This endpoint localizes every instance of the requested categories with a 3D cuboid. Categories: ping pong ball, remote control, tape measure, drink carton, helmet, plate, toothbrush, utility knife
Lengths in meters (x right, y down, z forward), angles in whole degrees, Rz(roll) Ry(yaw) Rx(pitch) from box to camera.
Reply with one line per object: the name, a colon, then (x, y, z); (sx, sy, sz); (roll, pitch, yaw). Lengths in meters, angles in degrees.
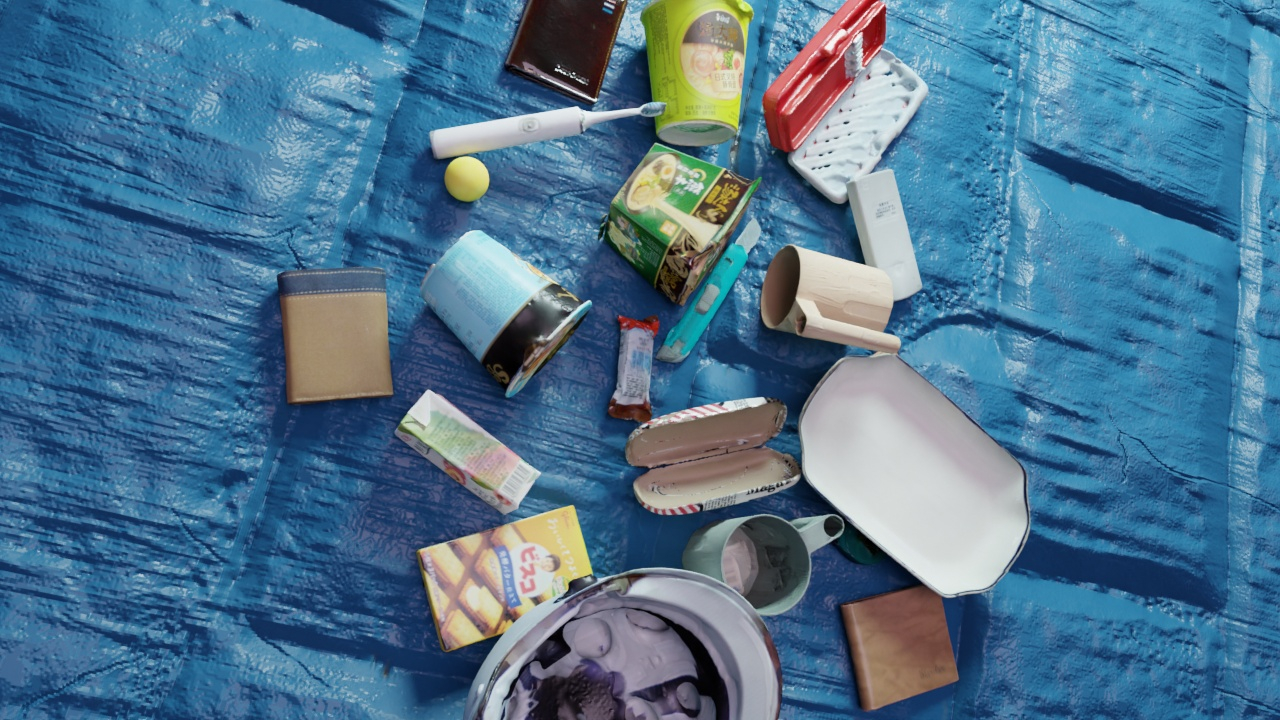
ping pong ball: (-0.159, -0.166, 0.841); (0.040, 0.040, 0.040); (3, 78, -17)
remote control: (0.254, -0.128, 0.958); (0.056, 0.019, 0.135); (-21, 98, -26)
tape measure: (0.221, 0.172, 0.898); (0.054, 0.025, 0.058); (43, 71, -4)
drink carton: (-0.148, 0.078, 0.788); (0.122, 0.054, 0.045); (38, 67, -7)
helmet: (-0.026, 0.283, 0.736); (0.258, 0.146, 0.229); (-36, 96, -26)
plate: (0.261, 0.110, 0.888); (0.265, 0.034, 0.161); (39, 75, -8)
toothbrush: (-0.084, -0.219, 0.855); (0.221, 0.026, 0.027); (-11, 94, -5)
utility knife: (0.072, -0.070, 0.907); (0.029, 0.013, 0.184); (36, 71, -8)

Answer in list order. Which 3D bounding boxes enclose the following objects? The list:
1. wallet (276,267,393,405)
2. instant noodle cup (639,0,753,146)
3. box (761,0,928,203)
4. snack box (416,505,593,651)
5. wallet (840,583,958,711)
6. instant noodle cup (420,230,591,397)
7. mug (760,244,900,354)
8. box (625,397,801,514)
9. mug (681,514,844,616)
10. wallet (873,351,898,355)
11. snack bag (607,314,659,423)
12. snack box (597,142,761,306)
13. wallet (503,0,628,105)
wallet: (-0.260, -0.022, 0.786); (0.090, 0.033, 0.115); (-5, 82, -15)
instant noodle cup: (0.056, -0.280, 0.901); (0.111, 0.112, 0.123); (0, 87, -17)
box: (0.216, -0.280, 0.972); (0.200, 0.069, 0.158); (-50, 119, -21)
snack box: (-0.113, 0.185, 0.789); (0.140, 0.034, 0.087); (-13, 84, -21)
wallet: (0.253, 0.275, 0.892); (0.115, 0.020, 0.101); (-9, 83, -21)
instant noodle cup: (-0.123, -0.048, 0.800); (0.120, 0.111, 0.111); (42, 70, 1)
mug: (0.186, -0.052, 0.887); (0.103, 0.124, 0.084); (11, 119, -17)
box: (0.071, 0.091, 0.841); (0.162, 0.076, 0.086); (-10, 51, -22)
mug: (0.108, 0.174, 0.821); (0.123, 0.104, 0.083); (-23, 86, -21)
wallet: (0.254, 0.060, 0.925); (0.118, 0.035, 0.130); (-31, 93, -22)
snack bag: (-0.005, 0.005, 0.861); (0.045, 0.026, 0.105); (10, 77, -24)
snack box: (0.032, -0.135, 0.862); (0.105, 0.118, 0.117); (34, 71, 2)
wallet: (-0.073, -0.324, 0.913); (0.096, 0.020, 0.122); (19, 76, -13)
